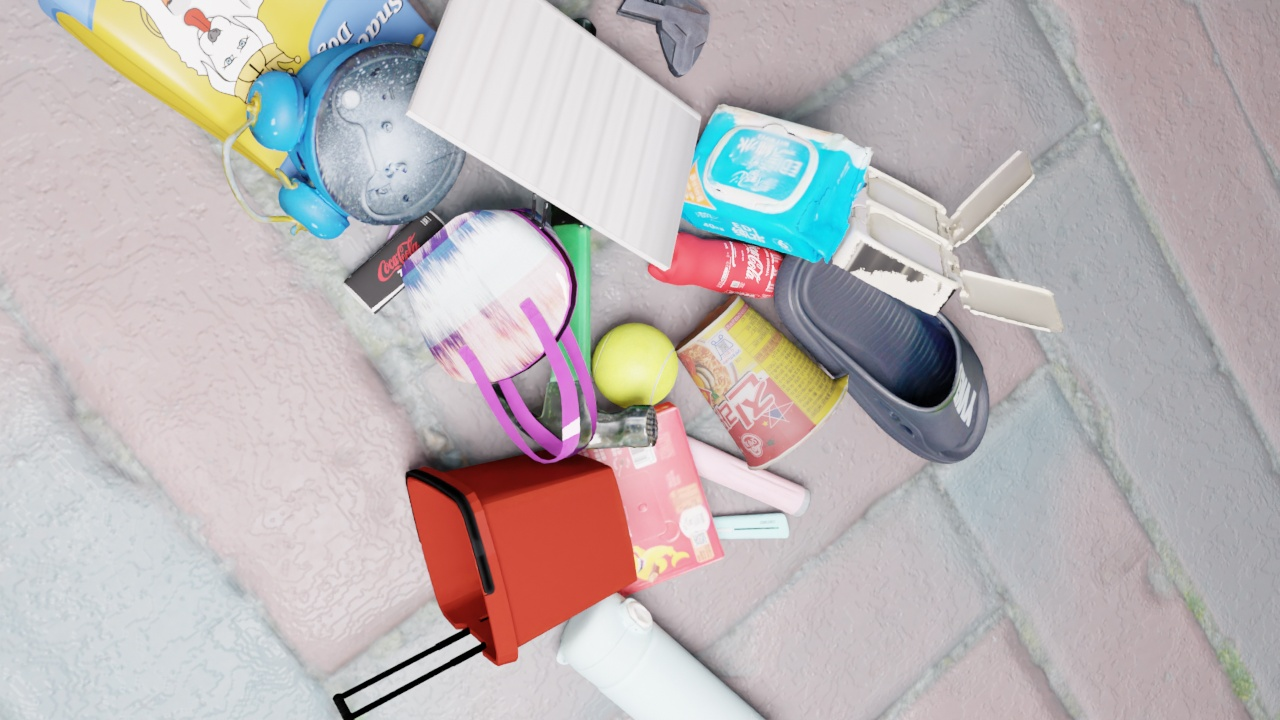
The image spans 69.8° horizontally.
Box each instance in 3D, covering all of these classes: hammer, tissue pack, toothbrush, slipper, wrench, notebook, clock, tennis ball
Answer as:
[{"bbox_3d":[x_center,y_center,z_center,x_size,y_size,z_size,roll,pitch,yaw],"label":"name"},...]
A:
[{"bbox_3d":[-0.051,-0.095,0.673,0.130,0.032,0.318,-2,83,21],"label":"hammer"},{"bbox_3d":[0.098,-0.137,0.698,0.092,0.144,0.061,-64,152,-7],"label":"tissue pack"},{"bbox_3d":[0.039,0.075,0.735,0.222,0.027,0.027,25,107,-17],"label":"toothbrush"},{"bbox_3d":[0.223,-0.007,0.753,0.268,0.083,0.110,38,77,-26],"label":"slipper"},{"bbox_3d":[-0.001,-0.357,0.711,0.073,0.022,0.273,-16,97,-18],"label":"wrench"},{"bbox_3d":[-0.047,-0.171,0.637,0.209,0.009,0.142,28,61,-30],"label":"notebook"},{"bbox_3d":[-0.188,-0.143,0.593,0.161,0.060,0.117,-34,135,-32],"label":"clock"},{"bbox_3d":[-0.004,0.004,0.696,0.065,0.065,0.065,0,91,-19],"label":"tennis ball"}]

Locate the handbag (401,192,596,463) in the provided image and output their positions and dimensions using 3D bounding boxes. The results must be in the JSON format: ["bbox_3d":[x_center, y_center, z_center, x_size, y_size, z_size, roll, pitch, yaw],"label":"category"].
[{"bbox_3d":[-0.084,-0.012,0.624,0.067,0.145,0.170,-16,77,-56],"label":"handbag"}]

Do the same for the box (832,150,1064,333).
[{"bbox_3d":[0.243,-0.108,0.713,0.186,0.144,0.101,13,127,2],"label":"box"}]

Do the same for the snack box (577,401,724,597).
[{"bbox_3d":[0.004,0.108,0.708,0.089,0.021,0.133,-20,105,-6],"label":"snack box"}]

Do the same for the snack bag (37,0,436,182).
[{"bbox_3d":[-0.245,-0.218,0.598,0.205,0.102,0.159,39,79,-30],"label":"snack bag"}]

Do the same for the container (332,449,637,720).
[{"bbox_3d":[-0.119,0.137,0.618,0.200,0.148,0.127,-17,100,-27],"label":"container"}]

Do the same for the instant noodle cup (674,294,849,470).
[{"bbox_3d":[0.086,0.013,0.718,0.100,0.100,0.112,-44,96,-13],"label":"instant noodle cup"}]

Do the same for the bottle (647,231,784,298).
[{"bbox_3d":[0.076,-0.074,0.734,0.141,0.042,0.042,8,89,-19],"label":"bottle"}]

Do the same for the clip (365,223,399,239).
[{"bbox_3d":[-0.175,-0.112,0.663,0.036,0.013,0.052,38,77,-17],"label":"clip"}]

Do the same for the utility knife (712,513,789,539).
[{"bbox_3d":[0.048,0.137,0.747,0.158,0.015,0.022,1,98,-16],"label":"utility knife"}]

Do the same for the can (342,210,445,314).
[{"bbox_3d":[-0.172,-0.071,0.655,0.080,0.031,0.031,-45,104,-13],"label":"can"}]

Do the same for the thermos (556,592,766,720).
[{"bbox_3d":[0.026,0.259,0.713,0.078,0.065,0.207,-38,107,26],"label":"thermos"}]
